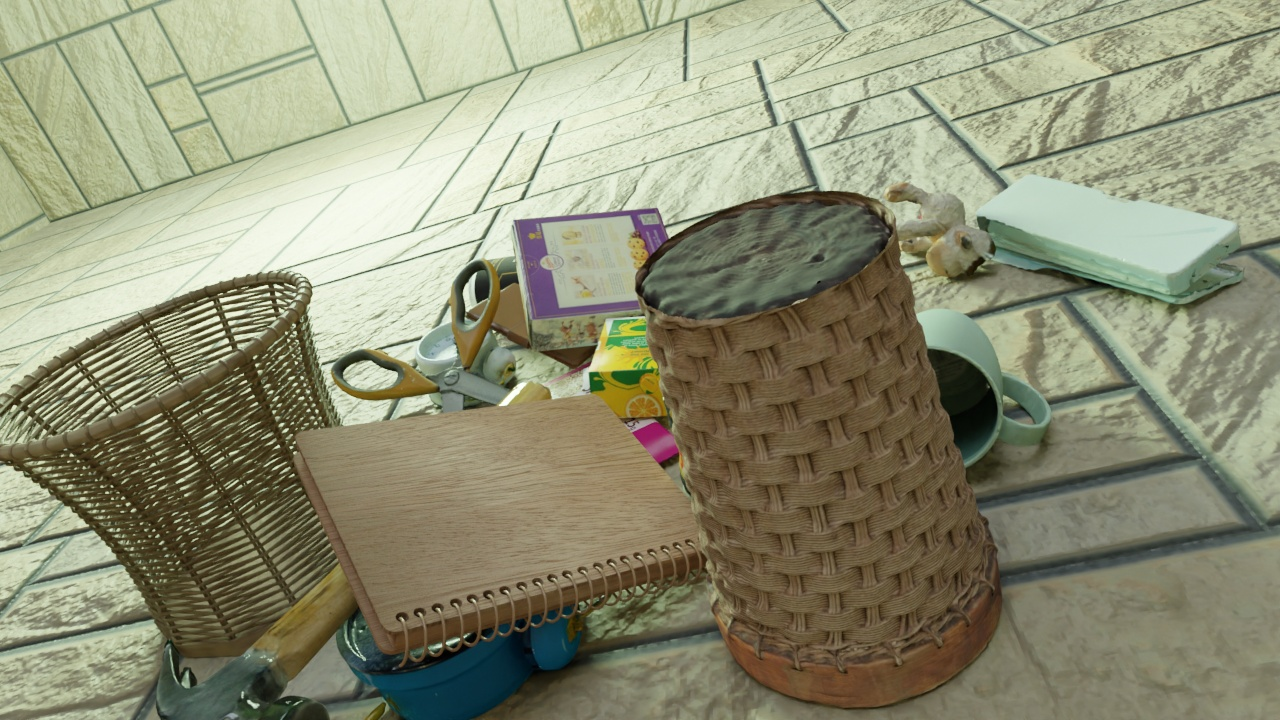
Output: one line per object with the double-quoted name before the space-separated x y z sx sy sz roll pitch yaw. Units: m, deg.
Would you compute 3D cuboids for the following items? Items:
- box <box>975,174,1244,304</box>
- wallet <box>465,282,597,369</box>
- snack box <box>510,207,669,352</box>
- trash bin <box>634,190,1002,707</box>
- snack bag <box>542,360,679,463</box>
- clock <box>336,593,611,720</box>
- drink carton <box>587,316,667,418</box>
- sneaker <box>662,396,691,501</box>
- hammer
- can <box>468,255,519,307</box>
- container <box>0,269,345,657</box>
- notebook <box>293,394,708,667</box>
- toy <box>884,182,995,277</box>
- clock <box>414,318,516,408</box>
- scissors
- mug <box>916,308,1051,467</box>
"box" 0.349 -0.094 0.706 0.085 0.071 0.199 -9 23 -23
"wallet" -0.091 -0.034 0.858 0.121 0.013 0.087 25 33 17
"snack box" -0.039 -0.079 0.851 0.148 0.041 0.143 -7 47 -10
"trash bin" 0.086 0.041 0.450 0.151 0.210 0.151 -16 28 8
"snack bag" -0.033 0.045 0.737 0.070 0.016 0.196 -25 27 -14
"clock" -0.095 0.148 0.538 0.161 0.060 0.116 -21 26 -6
"drink carton" -0.004 0.004 0.740 0.058 0.041 0.122 -3 22 6
"sneaker" 0.097 -0.004 0.624 0.086 0.122 0.237 7 38 40
"hammer" -0.147 0.103 0.560 0.132 0.033 0.329 -7 25 30
"can" -0.108 -0.076 0.950 0.129 0.072 0.071 -4 31 29
"container" -0.303 0.074 0.660 0.227 0.196 0.226 -15 27 8
"notebook" -0.074 0.086 0.540 0.210 0.022 0.169 -6 36 -35
"toy" 0.255 -0.104 0.784 0.106 0.074 0.085 36 14 37
"clock" -0.160 0.008 0.848 0.083 0.057 0.117 -28 35 -17
"scissors" -0.167 -0.003 0.802 0.225 0.016 0.225 13 65 26
"mug" 0.199 0.018 0.575 0.111 0.084 0.103 22 27 14
